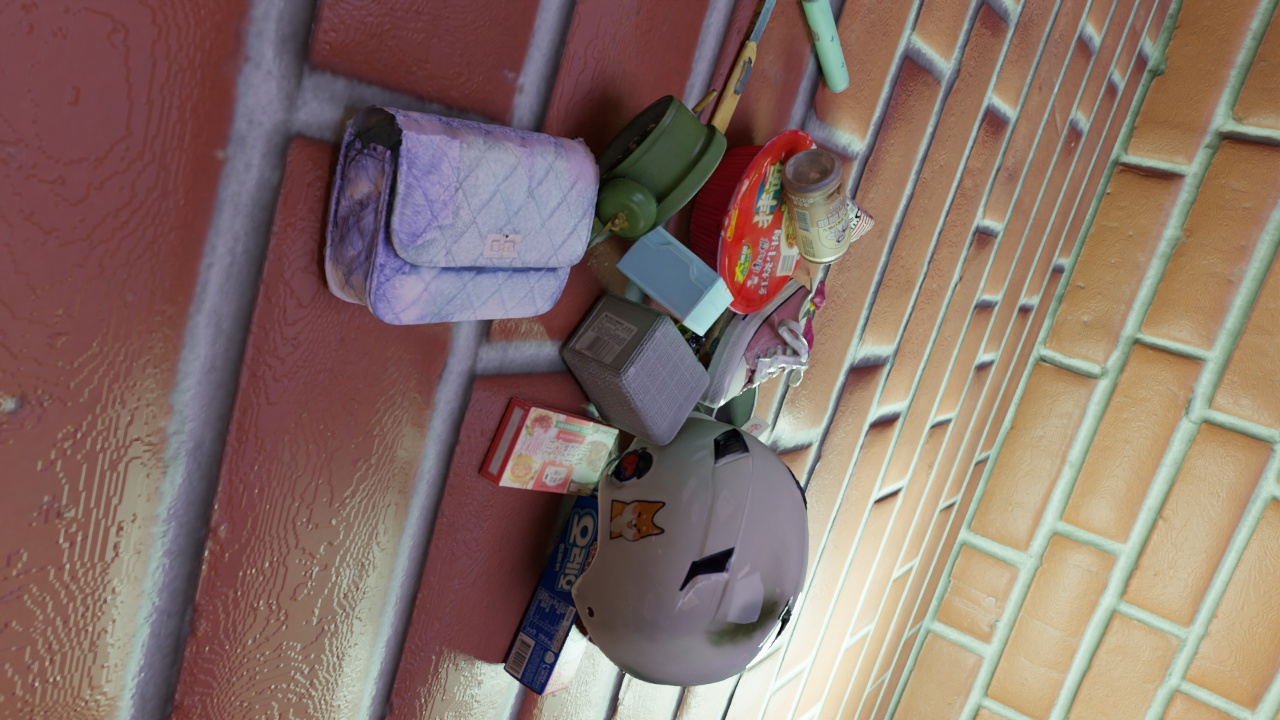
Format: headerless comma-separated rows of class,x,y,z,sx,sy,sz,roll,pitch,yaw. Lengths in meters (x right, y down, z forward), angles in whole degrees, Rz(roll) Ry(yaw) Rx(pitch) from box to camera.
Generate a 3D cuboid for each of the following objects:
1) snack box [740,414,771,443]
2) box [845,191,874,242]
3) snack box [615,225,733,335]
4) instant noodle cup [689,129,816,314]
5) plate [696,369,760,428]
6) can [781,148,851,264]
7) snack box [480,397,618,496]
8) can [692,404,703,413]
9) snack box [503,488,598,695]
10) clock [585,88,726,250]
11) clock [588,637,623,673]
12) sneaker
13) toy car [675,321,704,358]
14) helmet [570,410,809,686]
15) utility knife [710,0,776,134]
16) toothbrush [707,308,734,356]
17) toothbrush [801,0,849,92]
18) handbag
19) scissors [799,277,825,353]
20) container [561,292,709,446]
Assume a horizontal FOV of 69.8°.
snack box,0.112,0.145,1.151,0.084,0.027,0.157,-36,152,-38
box,0.220,-0.187,1.110,0.075,0.083,0.163,-36,160,24
snack box,0.035,-0.068,0.811,0.051,0.074,0.174,-49,172,4
instant noodle cup,0.112,-0.147,0.947,0.193,0.066,0.194,-33,136,-40
plate,0.106,0.065,1.123,0.178,0.024,0.180,-34,137,-40
can,0.178,-0.153,0.922,0.058,0.058,0.116,-54,147,-19
snack box,-0.080,0.084,0.851,0.152,0.025,0.075,22,91,-59
can,0.041,0.118,1.028,0.057,0.058,0.147,-35,138,-41
snack box,-0.069,0.236,0.944,0.058,0.057,0.207,20,94,-62
clock,-0.002,-0.143,0.730,0.056,0.116,0.161,42,75,-20
clock,-0.007,0.245,0.990,0.060,0.117,0.158,39,78,-49
sneaker,0.150,-0.015,1.044,0.240,0.088,0.118,-42,157,-45
toy car,0.026,0.000,0.949,0.105,0.032,0.048,-51,147,-15
helmet,0.074,0.181,0.877,0.230,0.157,0.273,38,67,-30
utility knife,0.091,-0.270,0.885,0.031,0.022,0.220,17,92,-65
toothbrush,0.124,-0.105,1.032,0.026,0.027,0.221,21,94,-82
toothbrush,0.185,-0.358,0.948,0.027,0.026,0.224,-40,147,1
handbag,-0.114,-0.095,0.629,0.193,0.076,0.134,-11,119,-55
scissors,0.214,-0.056,1.158,0.133,0.017,0.130,103,-3,-81
container,-0.005,0.005,0.853,0.090,0.090,0.114,-55,145,-18
